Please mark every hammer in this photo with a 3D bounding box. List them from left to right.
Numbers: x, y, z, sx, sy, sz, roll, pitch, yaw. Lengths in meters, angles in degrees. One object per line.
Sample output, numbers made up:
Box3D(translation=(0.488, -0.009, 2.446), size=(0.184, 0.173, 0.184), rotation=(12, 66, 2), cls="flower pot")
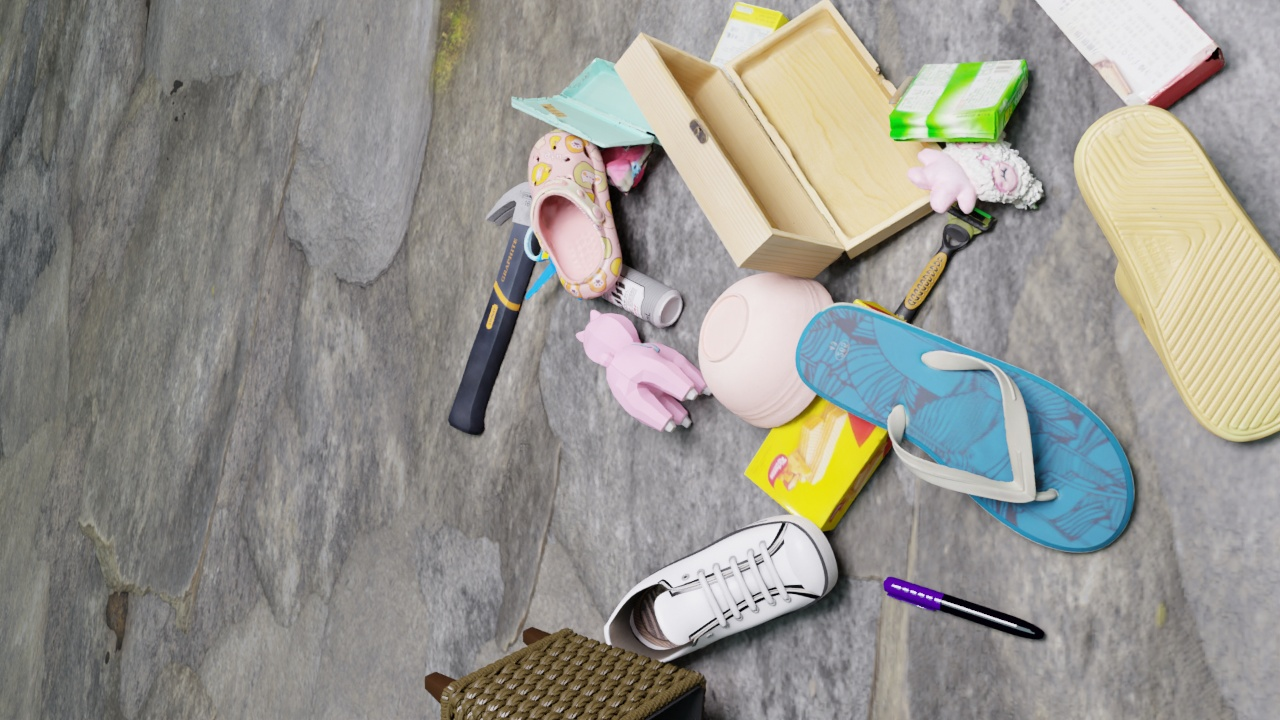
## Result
Box3D(translation=(-0.161, -0.061, 1.098), size=(0.139, 0.035, 0.312), rotation=(20, 93, 36), cls="hammer")

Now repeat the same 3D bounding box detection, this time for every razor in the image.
Box3D(translation=(0.261, -0.076, 0.830), size=(0.044, 0.021, 0.144), rotation=(34, 101, 15), cls="razor")

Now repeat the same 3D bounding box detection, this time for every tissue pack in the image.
Box3D(translation=(0.278, -0.229, 0.805), size=(0.100, 0.034, 0.113), rotation=(10, 47, 34), cls="tissue pack")

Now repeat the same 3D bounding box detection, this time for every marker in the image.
Box3D(translation=(0.271, 0.211, 0.777), size=(0.134, 0.015, 0.018), rotation=(13, 116, 34), cls="marker")

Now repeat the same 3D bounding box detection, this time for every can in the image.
Box3D(translation=(-0.006, -0.074, 0.991), size=(0.107, 0.044, 0.044), rotation=(30, 98, 33), cls="can")

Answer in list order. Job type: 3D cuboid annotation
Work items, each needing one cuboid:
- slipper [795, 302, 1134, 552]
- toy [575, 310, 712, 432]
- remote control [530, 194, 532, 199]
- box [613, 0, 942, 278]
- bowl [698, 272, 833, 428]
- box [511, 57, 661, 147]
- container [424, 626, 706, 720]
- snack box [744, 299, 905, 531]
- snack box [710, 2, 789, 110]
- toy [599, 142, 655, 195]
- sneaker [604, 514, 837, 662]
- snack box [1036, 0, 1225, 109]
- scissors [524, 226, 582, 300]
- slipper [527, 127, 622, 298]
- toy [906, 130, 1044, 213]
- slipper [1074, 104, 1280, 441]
Box3D(translation=(0.259, 0.047, 0.736), size=(0.295, 0.060, 0.118), rotation=(31, 99, 13), cls="slipper")
Box3D(translation=(-0.005, 0.006, 0.940), size=(0.157, 0.123, 0.067), rotation=(37, 102, 16), cls="toy")
Box3D(translation=(-0.075, -0.238, 1.058), size=(0.045, 0.021, 0.140), rotation=(24, 79, 40), cls="remote control")
Box3D(translation=(0.134, -0.207, 0.861), size=(0.252, 0.119, 0.247), rotation=(-21, 66, -15), cls="box")
Box3D(translation=(0.104, -0.019, 0.856), size=(0.153, 0.076, 0.152), rotation=(-37, 44, 45), cls="bowl")
Box3D(translation=(-0.040, -0.274, 1.003), size=(0.138, 0.055, 0.187), rotation=(-35, 43, -18), cls="box")
Box3D(translation=(-0.083, 0.420, 0.835), size=(0.205, 0.176, 0.321), rotation=(14, 107, 39), cls="container")
Box3D(translation=(0.186, 0.052, 0.833), size=(0.092, 0.042, 0.201), rotation=(41, 111, 31), cls="snack box")
Box3D(translation=(0.099, -0.300, 0.973), size=(0.061, 0.025, 0.149), rotation=(29, 98, 33), cls="snack box")
Box3D(translation=(-0.018, -0.216, 1.027), size=(0.065, 0.050, 0.102), rotation=(-46, 35, -5), cls="toy")
Box3D(translation=(0.061, 0.220, 0.847), size=(0.246, 0.097, 0.091), rotation=(-29, 80, 31), cls="sneaker")
Box3D(translation=(0.378, -0.327, 0.786), size=(0.077, 0.044, 0.272), rotation=(-40, 62, 28), cls="snack box")
Box3D(translation=(-0.093, -0.114, 1.029), size=(0.126, 0.013, 0.127), rotation=(-46, 54, 20), cls="scissors")
Box3D(translation=(-0.083, -0.160, 0.973), size=(0.093, 0.081, 0.197), rotation=(-23, 74, 29), cls="slipper")
Box3D(translation=(0.286, -0.163, 0.789), size=(0.108, 0.041, 0.095), rotation=(-20, 63, -14), cls="toy")
Box3D(translation=(0.415, -0.070, 0.691), size=(0.100, 0.078, 0.263), rotation=(-29, 88, 24), cls="slipper")
